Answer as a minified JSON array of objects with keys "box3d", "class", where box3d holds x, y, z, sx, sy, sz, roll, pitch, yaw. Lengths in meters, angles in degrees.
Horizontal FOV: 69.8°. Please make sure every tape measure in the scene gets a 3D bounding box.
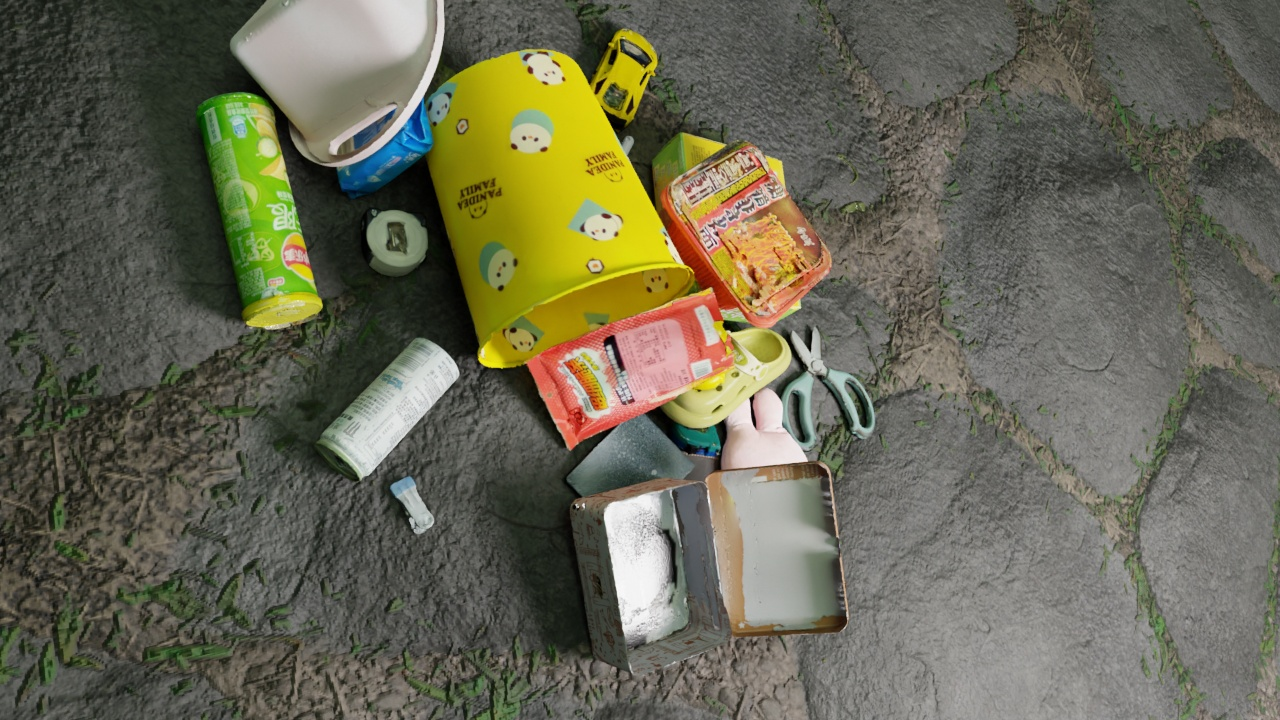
[{"box3d":[0.062,0.081,1.044,0.054,0.025,0.058,8,41,-23],"class":"tape measure"},{"box3d":[-0.253,-0.122,0.945,0.065,0.034,0.066,-2,76,-27],"class":"tape measure"}]

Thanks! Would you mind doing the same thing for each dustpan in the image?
[{"box3d":[-0.269,-0.320,0.886,0.139,0.223,0.272,49,36,-32],"class":"dustpan"}]

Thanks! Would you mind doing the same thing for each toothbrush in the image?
[{"box3d":[-0.045,-0.197,1.087,0.029,0.021,0.188,17,62,12],"class":"toothbrush"},{"box3d":[0.095,-0.061,1.123,0.186,0.012,0.017,50,43,-7],"class":"toothbrush"}]

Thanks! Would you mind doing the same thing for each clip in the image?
[{"box3d":[-0.222,0.141,0.892,0.024,0.030,0.057,-24,81,-33],"class":"clip"}]

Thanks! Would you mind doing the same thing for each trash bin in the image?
[{"box3d":[-0.099,-0.153,0.935,0.229,0.230,0.255,-16,77,-31],"class":"trash bin"}]

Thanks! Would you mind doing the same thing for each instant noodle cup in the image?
[{"box3d":[0.110,-0.134,1.015,0.164,0.079,0.189,-38,92,-35],"class":"instant noodle cup"}]

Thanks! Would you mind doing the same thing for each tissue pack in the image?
[{"box3d":[-0.256,-0.230,0.908,0.052,0.158,0.095,-1,75,-46],"class":"tissue pack"}]

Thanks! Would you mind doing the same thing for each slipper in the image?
[{"box3d":[0.098,0.001,1.053,0.190,0.082,0.091,-29,54,-30],"class":"slipper"}]

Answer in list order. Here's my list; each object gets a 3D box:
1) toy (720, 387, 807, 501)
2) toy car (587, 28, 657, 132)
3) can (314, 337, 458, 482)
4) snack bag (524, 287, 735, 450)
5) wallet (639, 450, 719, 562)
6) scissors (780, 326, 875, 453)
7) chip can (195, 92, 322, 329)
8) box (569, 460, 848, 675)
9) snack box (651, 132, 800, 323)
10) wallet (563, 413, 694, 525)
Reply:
[{"box3d":[0.145,0.107,1.077,0.121,0.054,0.159,4,65,-30],"class":"toy"},{"box3d":[-0.024,-0.351,1.131,0.071,0.041,0.155,31,62,-17],"class":"toy car"},{"box3d":[-0.242,0.046,0.886,0.058,0.058,0.146,44,60,-10],"class":"can"},{"box3d":[-0.006,0.006,0.963,0.208,0.073,0.129,-23,125,-2],"class":"snack bag"},{"box3d":[0.044,0.161,1.028,0.096,0.020,0.122,10,72,-21],"class":"wallet"},{"box3d":[0.220,0.048,1.155,0.178,0.019,0.172,-39,96,-30],"class":"scissors"},{"box3d":[-0.363,-0.144,0.870,0.072,0.073,0.221,-12,81,-30],"class":"chip can"},{"box3d":[0.071,0.207,0.946,0.273,0.124,0.179,-9,91,-8],"class":"box"},{"box3d":[0.102,-0.155,1.112,0.157,0.070,0.209,7,69,-30],"class":"snack box"},{"box3d":[-0.011,0.122,0.999,0.097,0.019,0.120,46,68,-2],"class":"wallet"}]
